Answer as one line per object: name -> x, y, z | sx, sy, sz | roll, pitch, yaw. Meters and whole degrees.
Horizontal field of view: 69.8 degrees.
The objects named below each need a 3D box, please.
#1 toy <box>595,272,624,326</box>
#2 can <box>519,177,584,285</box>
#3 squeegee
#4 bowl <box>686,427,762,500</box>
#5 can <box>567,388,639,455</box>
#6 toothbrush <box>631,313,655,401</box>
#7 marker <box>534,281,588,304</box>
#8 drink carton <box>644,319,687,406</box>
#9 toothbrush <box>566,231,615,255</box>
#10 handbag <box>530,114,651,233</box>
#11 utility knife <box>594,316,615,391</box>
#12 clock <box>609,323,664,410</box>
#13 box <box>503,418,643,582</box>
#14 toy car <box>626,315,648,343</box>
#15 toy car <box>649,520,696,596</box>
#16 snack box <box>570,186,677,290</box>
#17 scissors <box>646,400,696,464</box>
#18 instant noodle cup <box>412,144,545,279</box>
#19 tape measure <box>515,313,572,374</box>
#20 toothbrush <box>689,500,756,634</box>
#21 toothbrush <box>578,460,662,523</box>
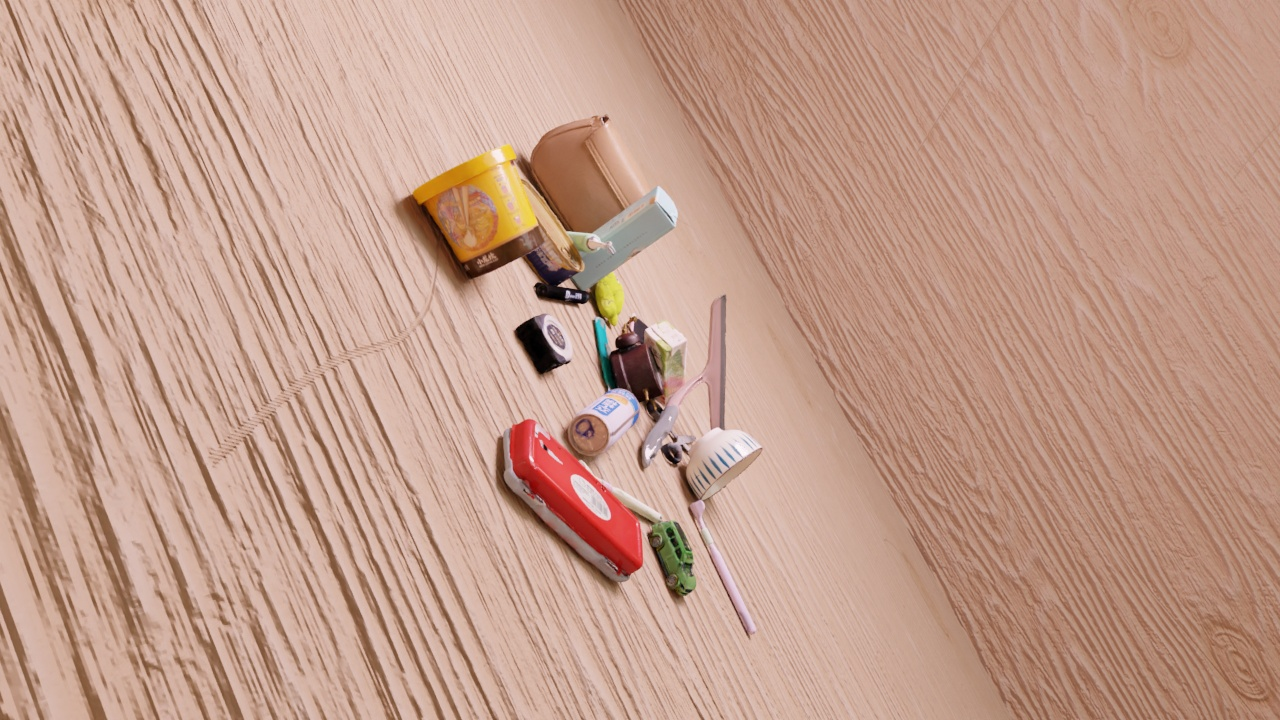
toy -> -0.047, -0.097, 1.379 | 0.100, 0.031, 0.096 | -6, 80, -75
can -> -0.136, -0.168, 1.218 | 0.148, 0.049, 0.074 | 54, 18, -17
squeegee -> 0.052, 0.067, 1.273 | 0.248, 0.040, 0.248 | -48, 145, -45
bowl -> 0.110, 0.139, 1.309 | 0.066, 0.117, 0.116 | 50, 14, 16
can -> -0.042, 0.071, 1.081 | 0.053, 0.053, 0.134 | 59, 17, -1
toothbrush -> 0.008, -0.010, 1.420 | 0.016, 0.017, 0.187 | 46, 22, -43
marker -> -0.105, -0.090, 1.233 | 0.022, 0.020, 0.132 | 34, 11, 18
drink carton -> 0.036, 0.004, 1.310 | 0.053, 0.045, 0.123 | 44, -30, 33
toothbrush -> -0.074, -0.161, 1.255 | 0.027, 0.026, 0.224 | 55, -10, -18
handbag -> -0.070, -0.273, 1.412 | 0.204, 0.148, 0.099 | 58, 19, -21
utility knife -> -0.046, -0.001, 1.261 | 0.029, 0.013, 0.186 | 47, 21, -39
clock -> -0.007, 0.007, 1.250 | 0.082, 0.055, 0.121 | 52, 22, -69
box -> -0.069, 0.145, 0.920 | 0.201, 0.047, 0.086 | 49, 20, -32
toy car -> -0.002, -0.027, 1.383 | 0.056, 0.037, 0.122 | 43, 18, -13
toy car -> 0.042, 0.233, 1.086 | 0.043, 0.036, 0.091 | 27, 40, -63
snack box -> -0.028, -0.175, 1.324 | 0.051, 0.175, 0.074 | 51, 20, -18
scissors -> 0.058, 0.118, 1.357 | 0.178, 0.014, 0.159 | 54, 18, -20
instant noodle cup -> -0.170, -0.160, 1.007 | 0.114, 0.119, 0.118 | 63, 16, -13
tape measure -> -0.110, -0.021, 1.076 | 0.066, 0.034, 0.066 | 62, 19, 1
toothbrush -> 0.112, 0.279, 1.238 | 0.021, 0.029, 0.189 | -15, 72, -30
toothbrush -> -0.022, 0.157, 1.056 | 0.189, 0.020, 0.029 | 40, 56, -51
